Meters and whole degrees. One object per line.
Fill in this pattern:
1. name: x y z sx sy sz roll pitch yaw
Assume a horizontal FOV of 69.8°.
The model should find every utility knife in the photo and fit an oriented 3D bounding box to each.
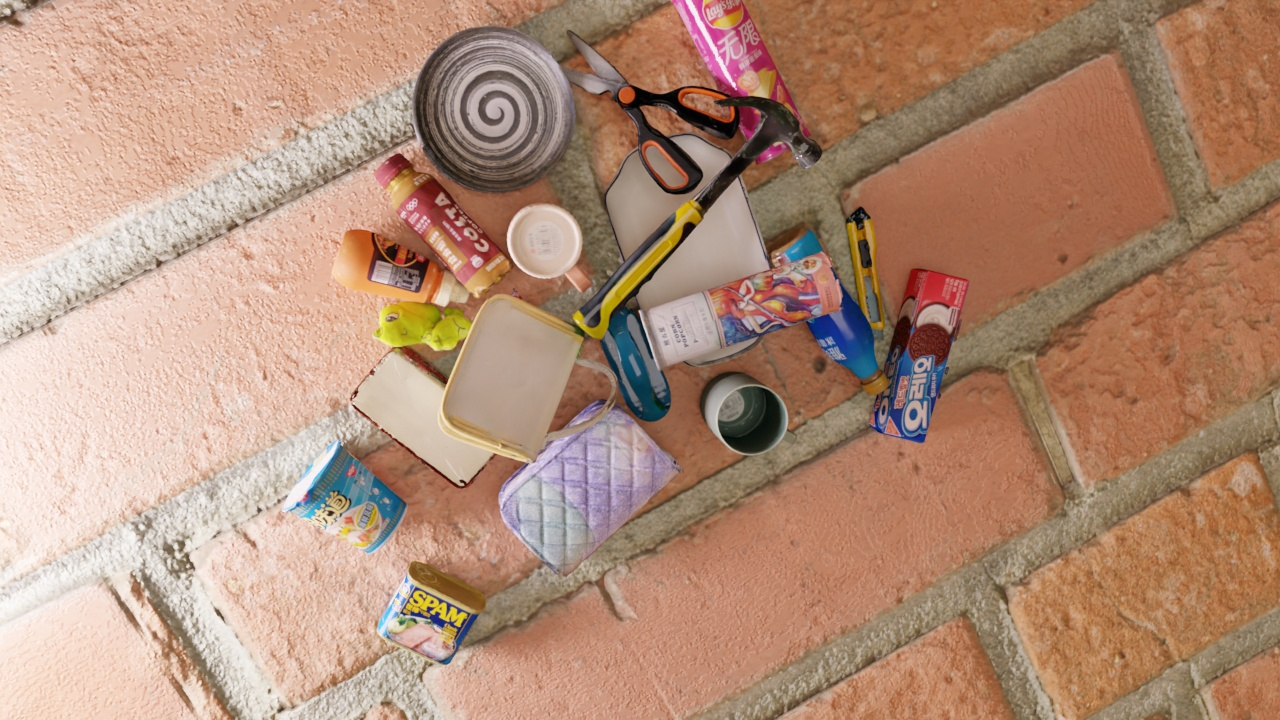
1. utility knife: 0.277 -0.103 1.114 0.033 0.015 0.168 -13 101 -3

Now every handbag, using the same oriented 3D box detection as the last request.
1. handbag: -0.117 0.032 1.011 0.178 0.063 0.163 23 71 -9
2. handbag: -0.062 0.146 1.076 0.194 0.075 0.134 -41 105 1

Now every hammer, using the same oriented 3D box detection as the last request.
1. hammer: 0.045 -0.153 0.998 0.323 0.032 0.126 -46 114 7

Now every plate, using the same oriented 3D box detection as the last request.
1. plate: -0.162 -0.275 1.017 0.179 0.024 0.179 -1 99 -6
2. plate: 0.059 -0.126 1.062 0.162 0.034 0.266 -20 97 -2

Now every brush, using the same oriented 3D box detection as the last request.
1. brush: -0.006 0.006 1.062 0.055 0.073 0.144 -22 101 3

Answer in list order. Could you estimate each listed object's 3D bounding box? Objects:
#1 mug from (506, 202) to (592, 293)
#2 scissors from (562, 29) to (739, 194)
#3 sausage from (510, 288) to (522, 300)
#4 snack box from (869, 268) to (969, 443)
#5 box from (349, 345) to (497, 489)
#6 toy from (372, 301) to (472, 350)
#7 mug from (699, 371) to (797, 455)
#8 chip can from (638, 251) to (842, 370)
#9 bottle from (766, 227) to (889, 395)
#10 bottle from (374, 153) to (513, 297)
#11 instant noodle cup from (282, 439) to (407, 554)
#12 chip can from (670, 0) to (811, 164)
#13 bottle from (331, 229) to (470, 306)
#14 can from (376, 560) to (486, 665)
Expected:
1. mug: -0.096 -0.121 1.011 0.081 0.106 0.114 -41 102 0
2. scissors: 0.008 -0.289 1.017 0.198 0.021 0.227 -23 88 3
3. sausage: -0.150 -0.006 1.066 0.020 0.020 0.156 3 98 -9
4. snack box: 0.339 -0.005 1.118 0.058 0.057 0.207 12 97 -7
5. box: -0.236 0.062 1.036 0.168 0.077 0.091 41 92 -13
6. toy: -0.243 -0.039 1.026 0.100 0.096 0.031 26 133 17
7. mug: 0.129 0.065 1.073 0.111 0.106 0.082 27 93 -11
8. chip can: 0.111 -0.055 1.014 0.215 0.071 0.071 -18 101 1
9. bottle: 0.229 -0.053 1.089 0.065 0.065 0.218 -35 102 -2
10. bottle: -0.218 -0.150 1.009 0.057 0.057 0.175 -43 94 0
11. instant noodle cup: -0.328 0.161 1.035 0.110 0.099 0.099 42 91 -20
12. chip can: 0.114 -0.328 1.027 0.071 0.071 0.210 -31 102 -3
13. bottle: -0.261 -0.095 1.018 0.149 0.067 0.067 18 96 -18
14. can: -0.247 0.299 1.083 0.102 0.057 0.083 29 96 -11
